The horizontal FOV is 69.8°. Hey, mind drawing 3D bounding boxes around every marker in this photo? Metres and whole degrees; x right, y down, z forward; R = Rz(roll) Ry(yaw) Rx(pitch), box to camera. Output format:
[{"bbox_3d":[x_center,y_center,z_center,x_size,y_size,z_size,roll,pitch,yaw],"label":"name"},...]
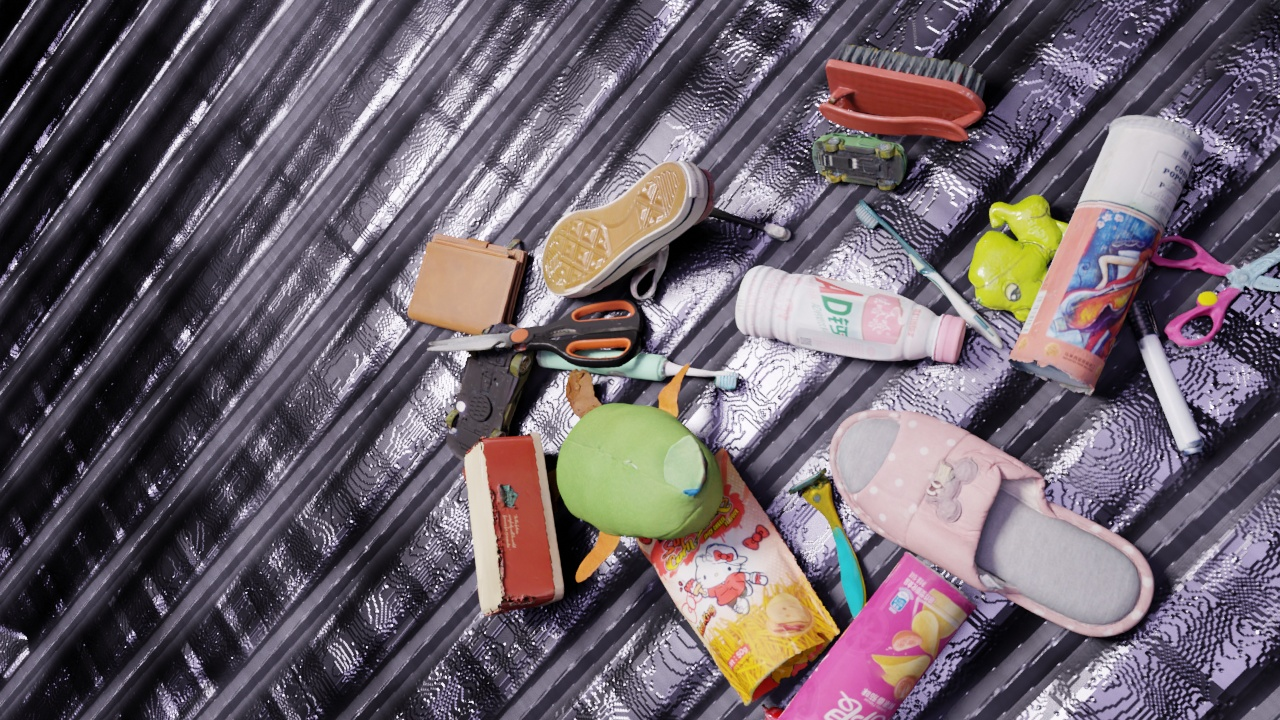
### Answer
[{"bbox_3d":[0.417,0.012,0.729,0.023,0.018,0.130,-28,67,37],"label":"marker"}]

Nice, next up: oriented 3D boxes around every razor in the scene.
[{"bbox_3d":[0.172,0.163,0.808,0.043,0.028,0.132,-38,60,39],"label":"razor"}]

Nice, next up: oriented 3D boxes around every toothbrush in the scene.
[{"bbox_3d":[0.257,-0.079,0.827,0.018,0.016,0.191,-47,63,21],"label":"toothbrush"},{"bbox_3d":[-0.005,0.005,0.928,0.225,0.026,0.027,6,73,26],"label":"toothbrush"},{"bbox_3d":[0.071,-0.152,0.932,0.181,0.018,0.015,23,97,29],"label":"toothbrush"}]

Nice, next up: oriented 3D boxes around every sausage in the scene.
[{"bbox_3d":[0.167,0.342,0.778,0.156,0.020,0.020,31,93,27],"label":"sausage"}]

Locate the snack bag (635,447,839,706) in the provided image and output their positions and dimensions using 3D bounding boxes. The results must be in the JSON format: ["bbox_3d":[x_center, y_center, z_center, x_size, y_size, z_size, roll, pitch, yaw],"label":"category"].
[{"bbox_3d":[0.080,0.193,0.834,0.129,0.073,0.207,-42,58,12],"label":"snack bag"}]

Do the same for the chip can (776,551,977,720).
[{"bbox_3d":[0.181,0.259,0.747,0.071,0.071,0.210,37,89,27],"label":"chip can"}]

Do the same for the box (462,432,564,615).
[{"bbox_3d":[-0.136,0.163,0.909,0.092,0.079,0.168,139,125,-59],"label":"box"}]

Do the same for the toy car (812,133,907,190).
[{"bbox_3d":[0.206,-0.189,0.857,0.091,0.043,0.036,20,51,34],"label":"toy car"}]

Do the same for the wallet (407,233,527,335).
[{"bbox_3d":[-0.194,-0.091,1.034,0.131,0.035,0.119,15,86,26],"label":"wallet"}]

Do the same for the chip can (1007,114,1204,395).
[{"bbox_3d":[0.372,-0.084,0.740,0.071,0.071,0.214,24,90,28],"label":"chip can"}]

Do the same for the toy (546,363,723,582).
[{"bbox_3d":[-0.013,0.101,0.860,0.247,0.090,0.227,17,82,52],"label":"toy"}]

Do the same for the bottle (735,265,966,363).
[{"bbox_3d":[0.187,-0.036,0.825,0.197,0.068,0.068,14,85,23],"label":"bottle"}]

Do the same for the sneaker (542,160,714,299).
[{"bbox_3d":[-0.005,-0.124,0.923,0.242,0.087,0.118,-25,69,44],"label":"sneaker"}]

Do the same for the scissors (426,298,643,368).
[{"bbox_3d":[-0.108,-0.031,0.954,0.235,0.022,0.136,12,52,22],"label":"scissors"}]

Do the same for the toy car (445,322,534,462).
[{"bbox_3d":[-0.163,0.037,0.985,0.070,0.042,0.158,24,100,21],"label":"toy car"}]

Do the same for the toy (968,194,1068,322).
[{"bbox_3d":[0.322,-0.088,0.787,0.100,0.031,0.096,-38,78,6],"label":"toy"}]

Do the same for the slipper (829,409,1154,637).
[{"bbox_3d":[0.275,0.127,0.751,0.274,0.054,0.114,32,94,27],"label":"slipper"}]

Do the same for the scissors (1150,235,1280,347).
[{"bbox_3d":[0.466,-0.069,0.726,0.133,0.017,0.125,-36,63,10],"label":"scissors"}]

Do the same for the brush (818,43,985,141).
[{"bbox_3d":[0.241,-0.239,0.842,0.146,0.063,0.069,20,76,26],"label":"brush"}]
